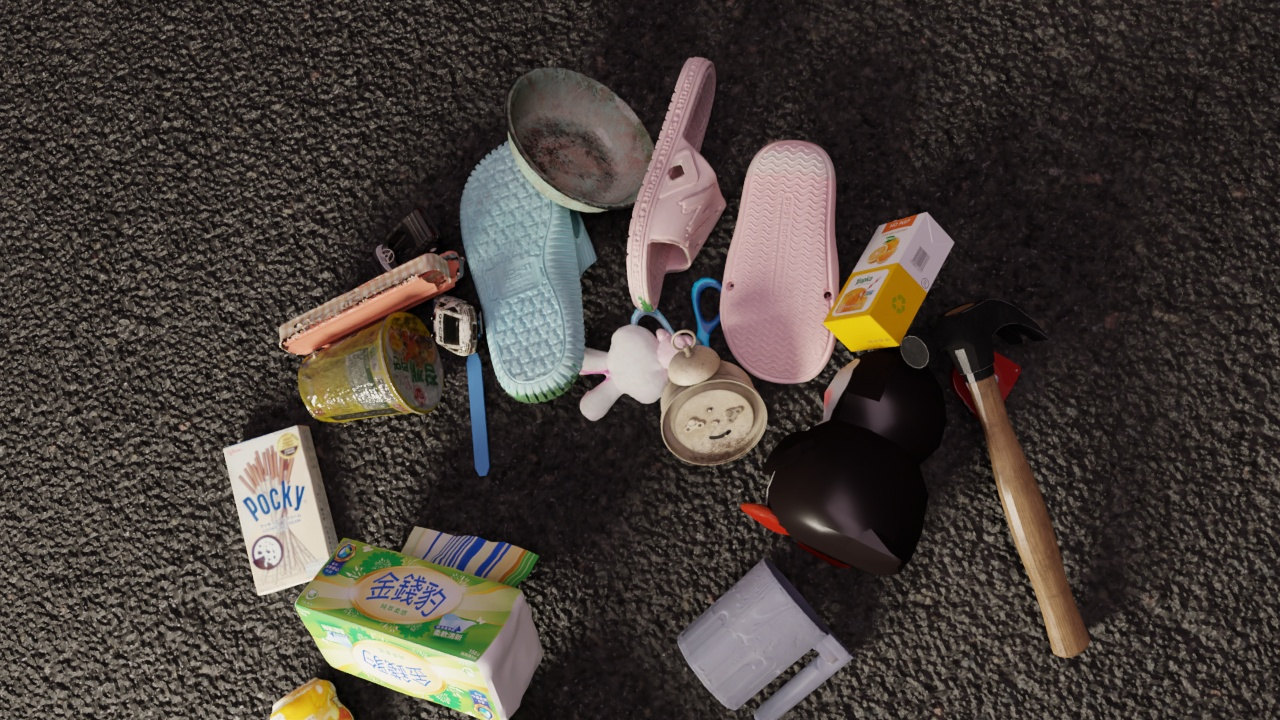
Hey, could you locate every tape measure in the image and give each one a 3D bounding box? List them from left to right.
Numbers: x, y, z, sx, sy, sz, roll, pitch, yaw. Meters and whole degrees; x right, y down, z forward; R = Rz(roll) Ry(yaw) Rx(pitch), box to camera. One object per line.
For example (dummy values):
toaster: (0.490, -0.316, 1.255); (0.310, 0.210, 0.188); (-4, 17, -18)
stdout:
tape measure: (0.301, 0.019, 0.814); (0.051, 0.019, 0.059); (31, 89, 9)

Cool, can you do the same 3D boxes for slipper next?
slipper: (-0.102, -0.085, 0.862); (0.116, 0.069, 0.275); (-16, 68, 10)
slipper: (0.045, -0.159, 0.835); (0.064, 0.094, 0.239); (13, 83, 14)
slipper: (0.129, -0.089, 0.834); (0.107, 0.055, 0.221); (4, 94, 11)

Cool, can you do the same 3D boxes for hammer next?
hammer: (0.316, 0.099, 0.764); (0.132, 0.040, 0.305); (-24, 96, -29)

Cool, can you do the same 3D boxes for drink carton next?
drink carton: (0.216, -0.070, 0.795); (0.040, 0.059, 0.122); (41, 69, -20)

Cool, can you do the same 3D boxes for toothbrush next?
toothbrush: (-0.158, 0.028, 0.888); (0.016, 0.014, 0.166); (-6, 87, 8)

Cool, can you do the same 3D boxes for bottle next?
bottle: (-0.292, 0.352, 0.847); (0.063, 0.063, 0.109); (-35, 83, 3)

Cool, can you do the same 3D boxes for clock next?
clock: (0.056, 0.027, 0.806); (0.093, 0.054, 0.141); (-19, 123, 6)

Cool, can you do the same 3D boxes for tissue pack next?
tissue pack: (-0.178, 0.213, 0.818); (0.198, 0.120, 0.141); (15, 45, 16)

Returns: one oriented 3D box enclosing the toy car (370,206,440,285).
toy car: (-0.229, -0.108, 0.885); (0.093, 0.037, 0.040); (-37, 80, 36)

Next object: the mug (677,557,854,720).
mug: (0.109, 0.250, 0.796); (0.104, 0.084, 0.124); (-42, 107, 3)

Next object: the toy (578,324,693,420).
toy: (-0.005, 0.005, 0.851); (0.126, 0.037, 0.076); (-21, 89, 16)

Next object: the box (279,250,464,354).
box: (-0.255, -0.058, 0.865); (0.187, 0.076, 0.055); (-23, 113, 15)

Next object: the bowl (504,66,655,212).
bowl: (-0.060, -0.196, 0.848); (0.157, 0.039, 0.157); (17, 56, -26)

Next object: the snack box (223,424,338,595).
snack box: (-0.348, 0.145, 0.895); (0.082, 0.026, 0.150); (-18, 82, 7)

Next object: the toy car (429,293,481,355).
toy car: (-0.178, -0.034, 0.851); (0.040, 0.113, 0.048); (-4, 101, -27)

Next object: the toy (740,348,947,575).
toy: (0.196, 0.077, 0.765); (0.159, 0.140, 0.184); (33, 76, -26)

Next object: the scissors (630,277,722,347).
scissors: (0.062, -0.014, 0.858); (0.113, 0.013, 0.140); (-41, 78, 5)

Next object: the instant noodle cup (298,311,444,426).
instant noodle cup: (-0.256, 0.014, 0.867); (0.108, 0.102, 0.102); (-14, 82, 17)
